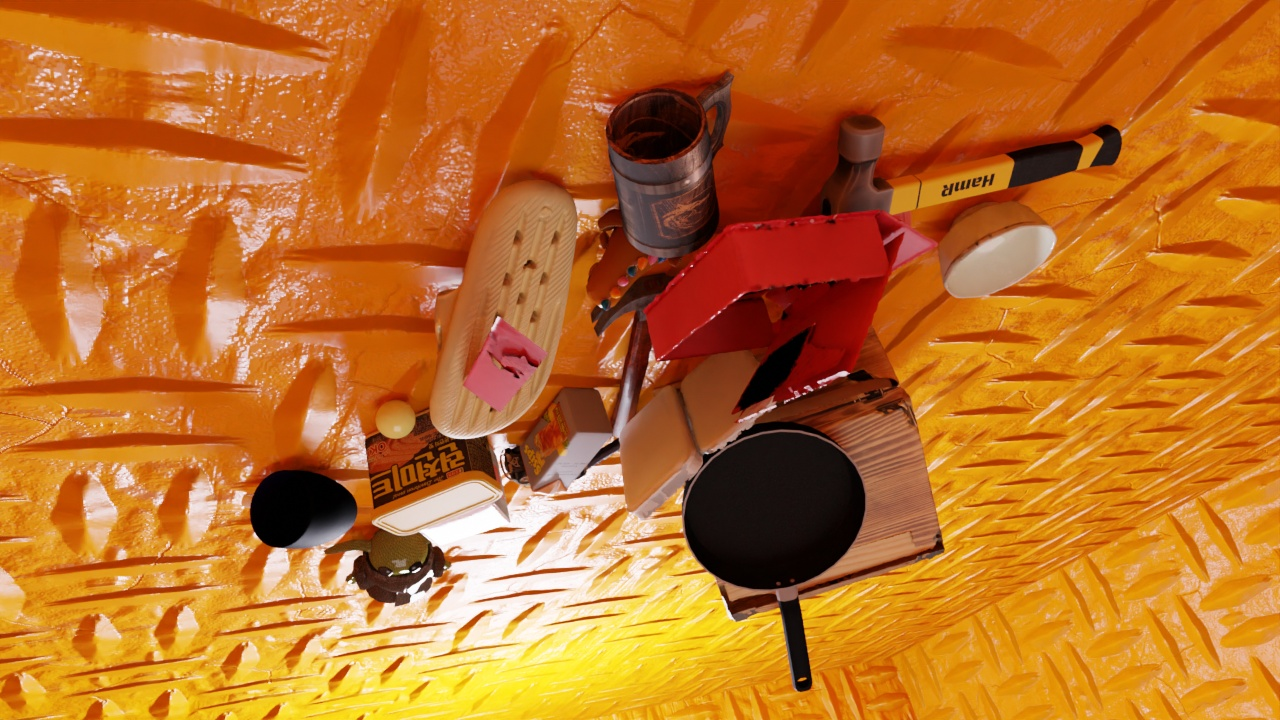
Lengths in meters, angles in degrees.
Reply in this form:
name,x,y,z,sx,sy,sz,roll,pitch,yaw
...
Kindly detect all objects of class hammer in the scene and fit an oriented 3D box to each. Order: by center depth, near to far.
name,x,y,z,sx,sy,sz,roll,pitch,yaw
hammer,0.310,-0.164,0.844,0.324,0.034,0.170,-15,132,-16
hammer,-0.006,0.006,1.000,0.111,0.028,0.301,-10,150,-14

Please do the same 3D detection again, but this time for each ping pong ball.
name,x,y,z,sx,sy,sz,roll,pitch,yaw
ping pong ball,-0.252,0.061,0.946,0.040,0.040,0.040,-13,151,-8

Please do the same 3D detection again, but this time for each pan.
name,x,y,z,sx,sy,sz,roll,pitch,yaw
pan,0.160,0.228,1.042,0.204,0.044,0.356,-12,113,0

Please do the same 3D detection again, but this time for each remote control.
name,x,y,z,sx,sy,sz,roll,pitch,yaw
remote control,-0.036,0.111,1.156,0.125,0.009,0.046,-33,-173,25

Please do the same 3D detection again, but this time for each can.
name,x,y,z,sx,sy,sz,roll,pitch,yaw
can,-0.226,0.114,0.990,0.131,0.101,0.072,-23,151,9

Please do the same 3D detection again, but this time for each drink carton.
name,x,y,z,sx,sy,sz,roll,pitch,yaw
drink carton,-0.088,0.093,1.060,0.048,0.076,0.125,4,140,-34

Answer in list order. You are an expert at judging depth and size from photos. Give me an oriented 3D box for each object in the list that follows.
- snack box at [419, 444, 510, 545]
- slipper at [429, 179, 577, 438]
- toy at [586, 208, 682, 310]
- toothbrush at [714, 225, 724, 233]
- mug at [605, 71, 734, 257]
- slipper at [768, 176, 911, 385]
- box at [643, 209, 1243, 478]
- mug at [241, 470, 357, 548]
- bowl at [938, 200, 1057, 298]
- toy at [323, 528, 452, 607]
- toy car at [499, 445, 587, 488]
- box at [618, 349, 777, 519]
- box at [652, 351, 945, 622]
name,x,y,z,sx,sy,sz,roll,pitch,yaw
snack box,-0.213,0.150,1.067,0.095,0.093,0.079,-18,151,0
slipper,-0.124,-0.049,0.799,0.111,0.079,0.262,-4,130,-33
toy,-0.005,-0.078,0.777,0.070,0.103,0.090,33,96,-34
toothbrush,0.058,-0.120,0.833,0.184,0.015,0.015,11,146,-38
mug,0.031,-0.154,0.709,0.115,0.080,0.107,-42,153,-15
slipper,0.189,-0.082,0.922,0.103,0.059,0.249,-4,134,-25
box,0.247,-0.012,0.804,0.467,0.138,0.215,11,162,-16
mug,-0.384,0.166,1.031,0.119,0.085,0.100,6,171,20
bowl,0.356,-0.122,0.941,0.117,0.061,0.118,-14,151,-8
toy,-0.325,0.273,1.233,0.179,0.078,0.153,-5,148,-17
toy car,-0.123,0.133,1.133,0.111,0.047,0.047,0,146,-27
box,0.050,0.061,0.955,0.190,0.208,0.037,-43,106,12
box,0.189,0.136,1.099,0.279,0.263,0.270,-17,149,2
